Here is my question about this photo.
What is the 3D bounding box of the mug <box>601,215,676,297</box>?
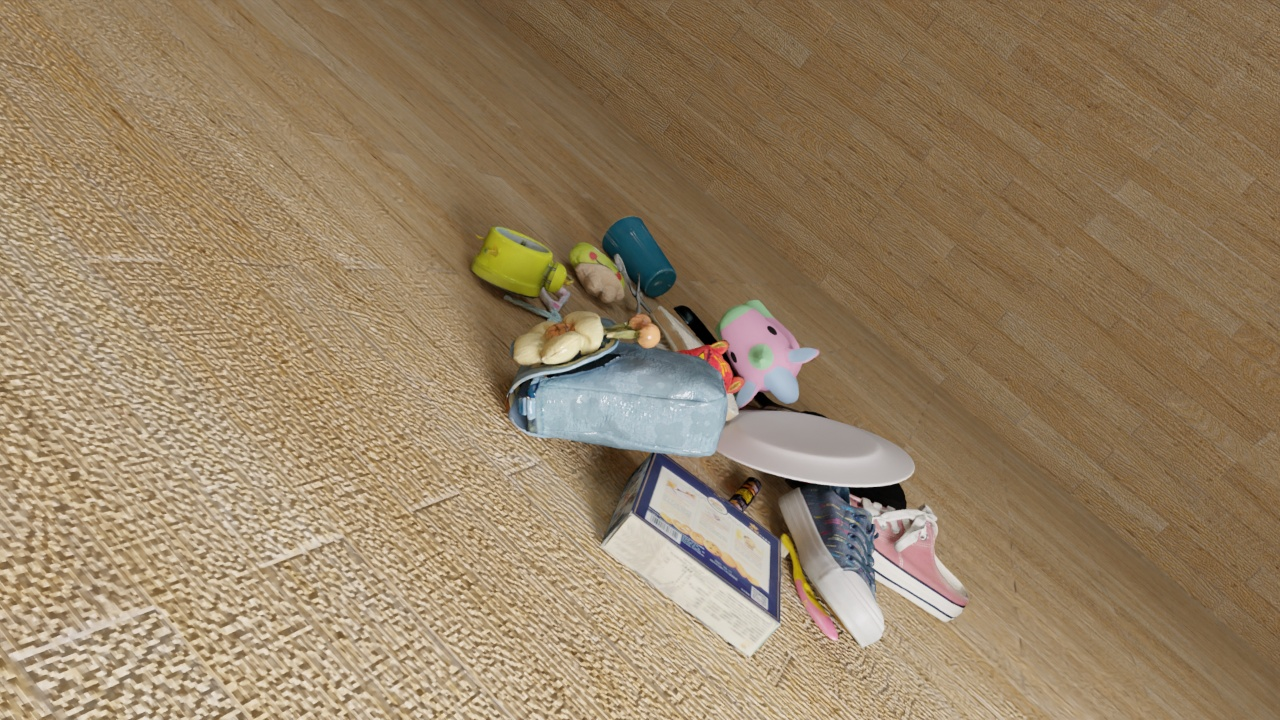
[{"bbox_3d":[0.002,-0.160,1.445,0.078,0.078,0.121,15,33,-53],"label":"mug"}]

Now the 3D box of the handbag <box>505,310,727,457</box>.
[{"bbox_3d":[-0.018,0.015,0.794,0.192,0.119,0.121,8,18,3],"label":"handbag"}]

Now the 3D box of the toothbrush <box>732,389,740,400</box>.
[{"bbox_3d":[0.144,0.030,1.286,0.022,0.017,0.135,15,25,13],"label":"toothbrush"}]

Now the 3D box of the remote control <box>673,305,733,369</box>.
[{"bbox_3d":[0.094,-0.029,1.250,0.152,0.020,0.041,42,7,-46],"label":"remote control"}]

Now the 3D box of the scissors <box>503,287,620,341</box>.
[{"bbox_3d":[-0.094,-0.055,1.065,0.170,0.014,0.168,20,25,-38],"label":"scissors"}]

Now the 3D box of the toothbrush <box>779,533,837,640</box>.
[{"bbox_3d":[0.155,0.214,0.867,0.021,0.016,0.135,31,20,-29],"label":"toothbrush"}]

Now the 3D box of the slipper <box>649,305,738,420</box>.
[{"bbox_3d":[0.059,0.006,1.145,0.114,0.054,0.272,37,11,-22],"label":"slipper"}]

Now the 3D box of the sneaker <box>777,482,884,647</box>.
[{"bbox_3d":[0.200,0.185,0.891,0.087,0.079,0.235,52,9,-18],"label":"sneaker"}]

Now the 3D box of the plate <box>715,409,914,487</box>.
[{"bbox_3d":[0.188,0.089,1.042,0.242,0.016,0.242,7,14,-2],"label":"plate"}]

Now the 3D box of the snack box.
[{"bbox_3d":[0.048,0.151,0.754,0.144,0.043,0.144,37,16,-2],"label":"snack box"}]

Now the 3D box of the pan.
[{"bbox_3d":[0.236,0.096,1.301,0.355,0.044,0.203,47,19,23],"label":"pan"}]

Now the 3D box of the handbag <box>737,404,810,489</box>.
[{"bbox_3d":[0.171,0.098,1.139,0.138,0.063,0.166,23,19,-16],"label":"handbag"}]

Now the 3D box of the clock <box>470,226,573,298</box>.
[{"bbox_3d":[-0.130,-0.105,1.022,0.119,0.057,0.083,18,15,-32],"label":"clock"}]

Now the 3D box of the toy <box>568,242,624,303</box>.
[{"bbox_3d":[-0.057,-0.115,1.245,0.092,0.043,0.117,39,18,-23],"label":"toy"}]

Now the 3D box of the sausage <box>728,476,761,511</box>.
[{"bbox_3d":[0.104,0.142,0.939,0.020,0.020,0.155,41,17,10],"label":"sausage"}]

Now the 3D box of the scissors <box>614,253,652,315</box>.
[{"bbox_3d":[-0.004,-0.082,1.267,0.174,0.014,0.141,-97,161,-48],"label":"scissors"}]

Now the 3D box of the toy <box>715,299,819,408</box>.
[{"bbox_3d":[0.169,0.003,1.206,0.222,0.120,0.171,43,14,-51],"label":"toy"}]

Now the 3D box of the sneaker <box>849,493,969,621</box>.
[{"bbox_3d":[0.295,0.204,1.055,0.241,0.088,0.118,36,16,-10],"label":"sneaker"}]

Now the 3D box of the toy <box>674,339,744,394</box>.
[{"bbox_3d":[0.051,0.028,0.994,0.088,0.094,0.133,65,-19,1],"label":"toy"}]
